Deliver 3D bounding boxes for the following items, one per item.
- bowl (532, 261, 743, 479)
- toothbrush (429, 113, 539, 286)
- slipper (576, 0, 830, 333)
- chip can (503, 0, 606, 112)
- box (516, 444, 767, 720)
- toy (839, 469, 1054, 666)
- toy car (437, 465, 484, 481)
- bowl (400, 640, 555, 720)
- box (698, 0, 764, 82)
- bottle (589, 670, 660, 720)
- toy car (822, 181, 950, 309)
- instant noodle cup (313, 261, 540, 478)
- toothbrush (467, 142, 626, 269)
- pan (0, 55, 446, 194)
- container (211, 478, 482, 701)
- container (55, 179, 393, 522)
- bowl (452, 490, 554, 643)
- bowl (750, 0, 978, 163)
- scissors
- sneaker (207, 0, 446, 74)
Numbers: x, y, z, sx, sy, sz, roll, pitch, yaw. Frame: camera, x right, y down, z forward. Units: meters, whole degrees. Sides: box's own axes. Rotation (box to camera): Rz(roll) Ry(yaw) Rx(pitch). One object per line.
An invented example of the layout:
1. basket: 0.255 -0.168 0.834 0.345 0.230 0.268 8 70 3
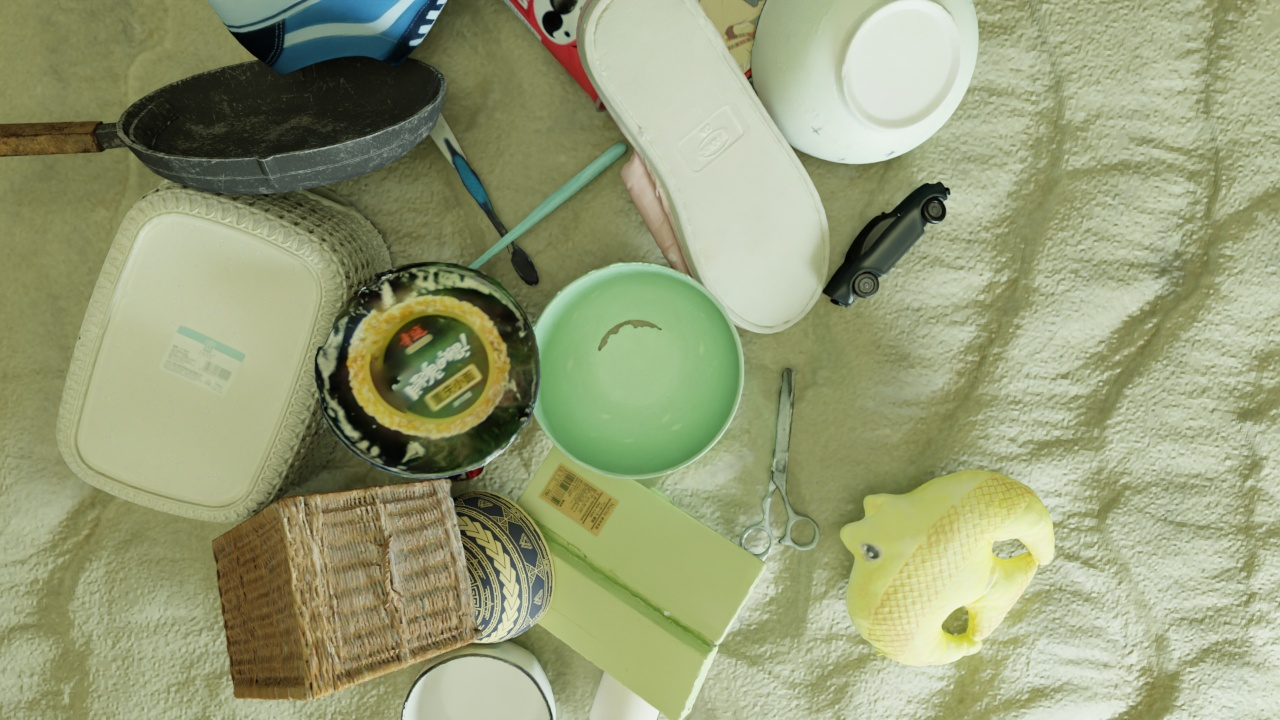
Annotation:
1. bowl: -0.004 0.004 0.659 0.151 0.077 0.151 0 97 2
2. toothbrush: -0.128 -0.136 0.678 0.016 0.017 0.189 -32 93 -5
3. slipper: 0.045 -0.134 0.628 0.114 0.054 0.274 -33 119 -2
4. chip can: -0.081 -0.283 0.630 0.073 0.073 0.233 -42 93 6
5. box: -0.019 0.155 0.666 0.188 0.044 0.141 31 95 22
6. toy: 0.220 0.152 0.680 0.155 0.064 0.171 30 105 -14
7. toy car: -0.141 0.046 0.692 0.042 0.036 0.091 -5 90 1
8. bowl: -0.119 0.265 0.702 0.116 0.065 0.116 0 97 2
9. box: 0.038 -0.297 0.636 0.118 0.050 0.205 -41 93 5
10. bottle: -0.011 0.268 0.706 0.051 0.051 0.146 18 97 0
11. toy car: 0.174 -0.085 0.658 0.034 0.046 0.112 41 98 -5
12. instant noodle cup: -0.142 0.016 0.618 0.137 0.112 0.137 3 77 -12
13. toothbrush: -0.082 -0.103 0.666 0.180 0.016 0.016 -38 86 -4
14. pan: -0.303 -0.147 0.590 0.357 0.207 0.040 -8 125 -6
15. container: -0.203 0.154 0.614 0.112 0.199 0.113 -5 77 -38
16. container: -0.286 -0.010 0.635 0.184 0.143 0.246 20 97 -13
17. bowl: -0.126 0.158 0.667 0.113 0.061 0.112 8 106 29
18. bowl: 0.156 -0.199 0.604 0.153 0.072 0.154 -6 119 -11
19. scissors: 0.096 0.089 0.699 0.095 0.014 0.170 -17 99 3
20. sneaker: -0.151 -0.255 0.595 0.241 0.098 0.083 -20 57 9
